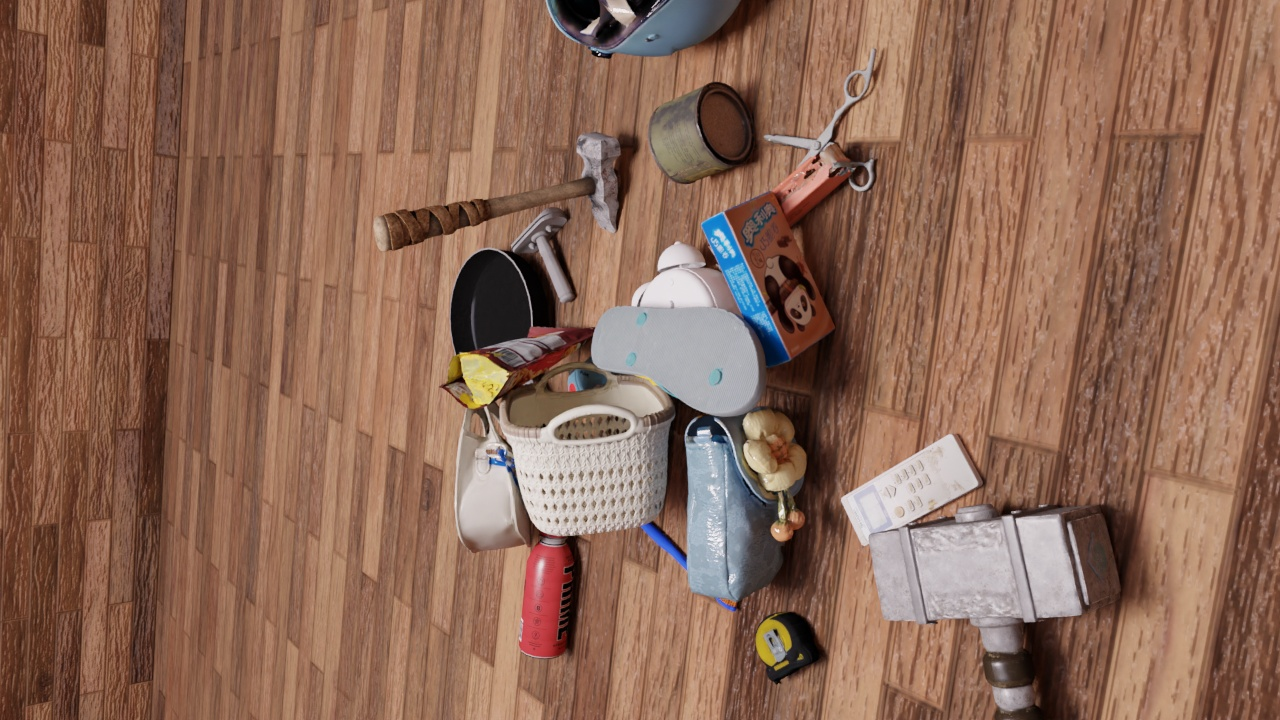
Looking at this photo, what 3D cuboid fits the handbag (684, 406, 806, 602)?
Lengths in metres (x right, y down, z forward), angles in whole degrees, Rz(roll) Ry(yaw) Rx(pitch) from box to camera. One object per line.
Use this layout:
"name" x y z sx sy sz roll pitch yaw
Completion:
"handbag" 0.107 0.140 0.907 0.119 0.121 0.192 1 91 37

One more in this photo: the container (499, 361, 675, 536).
"container" -0.058 0.092 1.012 0.246 0.184 0.143 -125 30 -78

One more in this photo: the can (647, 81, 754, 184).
"can" 0.065 -0.240 0.972 0.075 0.089 0.090 -10 83 47

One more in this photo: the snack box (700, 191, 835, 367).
"snack box" 0.123 -0.079 0.875 0.034 0.087 0.151 -21 96 46

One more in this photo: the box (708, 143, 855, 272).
"box" 0.135 -0.155 0.922 0.187 0.059 0.056 -38 39 44

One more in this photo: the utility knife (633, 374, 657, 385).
"utility knife" -0.006 0.006 1.032 0.151 0.017 0.030 -162 69 -64

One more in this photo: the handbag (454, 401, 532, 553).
"handbag" -0.179 0.139 1.167 0.201 0.093 0.199 91 173 -73

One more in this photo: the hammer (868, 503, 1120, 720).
"hammer" 0.298 0.277 0.721 0.177 0.079 0.326 -19 76 46

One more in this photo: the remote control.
"remote control" 0.242 0.119 0.834 0.136 0.011 0.050 -42 60 39

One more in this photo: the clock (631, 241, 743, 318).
"clock" 0.048 -0.040 0.995 0.126 0.072 0.161 -53 55 40

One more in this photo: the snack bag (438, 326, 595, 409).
"snack bag" -0.131 -0.013 1.083 0.139 0.207 0.067 -7 106 32

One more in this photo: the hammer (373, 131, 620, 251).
"hammer" -0.151 -0.177 1.049 0.049 0.317 0.122 30 130 44

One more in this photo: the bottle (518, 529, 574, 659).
"bottle" -0.120 0.294 1.195 0.062 0.062 0.176 13 100 47

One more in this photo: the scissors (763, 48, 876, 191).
"scissors" 0.185 -0.223 0.897 0.141 0.014 0.175 47 125 34

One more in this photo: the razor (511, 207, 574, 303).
"razor" -0.117 -0.129 1.214 0.088 0.047 0.116 -37 71 41

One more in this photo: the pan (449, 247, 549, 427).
"pan" -0.164 0.003 1.256 0.205 0.044 0.355 -52 57 36

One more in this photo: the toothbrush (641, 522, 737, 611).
"toothbrush" 0.048 0.224 1.044 0.182 0.016 0.018 38 111 41

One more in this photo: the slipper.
"slipper" 0.044 -0.010 0.924 0.269 0.054 0.098 19 94 52

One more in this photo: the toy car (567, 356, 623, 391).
"toy car" -0.066 0.022 1.161 0.108 0.027 0.060 -40 62 40

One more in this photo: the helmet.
"helmet" 0.011 -0.428 0.975 0.266 0.166 0.226 26 106 43

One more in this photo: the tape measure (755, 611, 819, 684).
"tape measure" 0.143 0.286 0.925 0.062 0.034 0.061 -48 55 36
